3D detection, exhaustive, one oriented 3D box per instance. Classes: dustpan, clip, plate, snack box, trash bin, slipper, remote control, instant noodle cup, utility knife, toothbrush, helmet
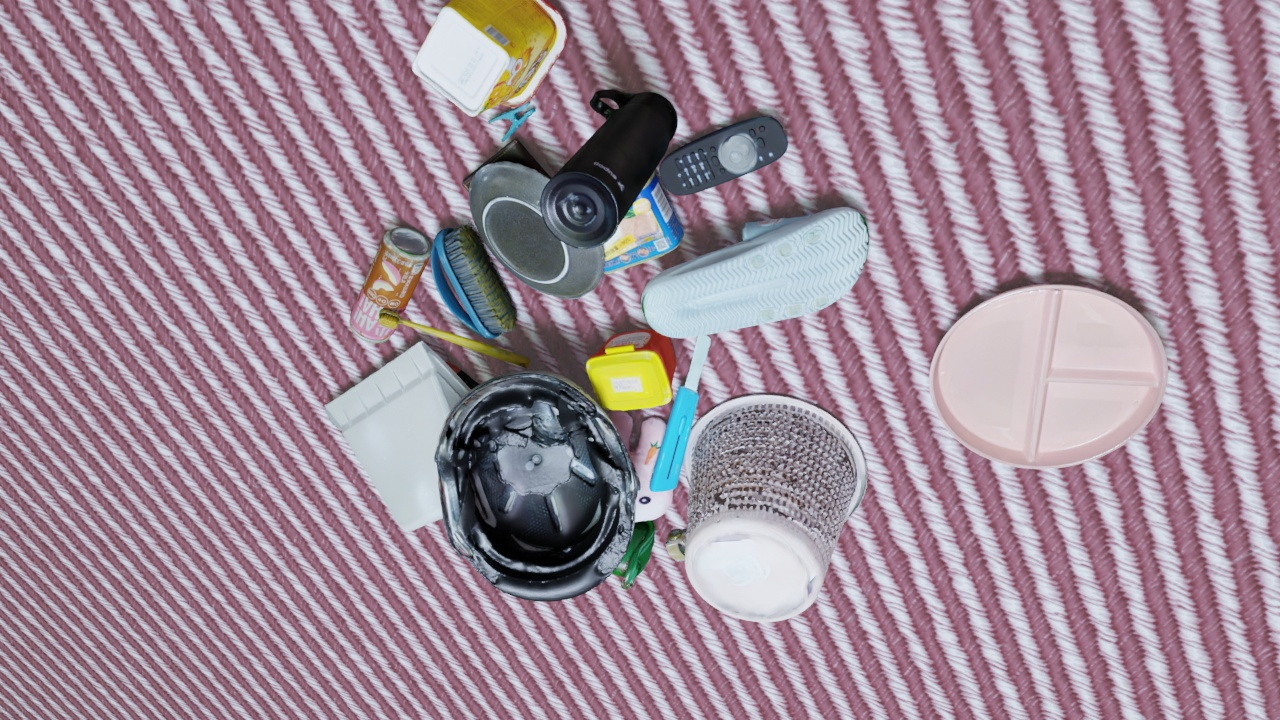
[{"bbox_3d":[-0.261,0.122,1.244,0.223,0.142,0.257,-28,86,32],"label":"dustpan"},{"bbox_3d":[-0.134,-0.255,0.973,0.056,0.013,0.038,-23,113,30],"label":"clip"},{"bbox_3d":[-0.120,-0.134,1.002,0.179,0.024,0.180,24,142,20],"label":"plate"},{"bbox_3d":[-0.006,0.006,1.061,0.091,0.079,0.082,-7,120,21],"label":"snack box"},{"bbox_3d":[0.142,0.183,1.063,0.228,0.191,0.228,8,123,12],"label":"trash bin"},{"bbox_3d":[0.118,-0.092,0.961,0.245,0.074,0.104,-17,125,7],"label":"slipper"},{"bbox_3d":[0.083,-0.208,0.929,0.137,0.024,0.053,-17,114,24],"label":"remote control"},{"bbox_3d":[-0.149,-0.300,0.880,0.116,0.123,0.116,37,125,-9],"label":"instant noodle cup"},{"bbox_3d":[0.425,0.017,0.968,0.230,0.028,0.230,8,125,12],"label":"plate"},{"bbox_3d":[0.050,0.064,1.099,0.034,0.018,0.217,8,112,-13],"label":"utility knife"},{"bbox_3d":[-0.225,-0.023,1.113,0.190,0.016,0.016,19,129,-18],"label":"toothbrush"},{"bbox_3d":[-0.126,0.133,1.098,0.230,0.156,0.274,-20,108,-2],"label":"helmet"}]

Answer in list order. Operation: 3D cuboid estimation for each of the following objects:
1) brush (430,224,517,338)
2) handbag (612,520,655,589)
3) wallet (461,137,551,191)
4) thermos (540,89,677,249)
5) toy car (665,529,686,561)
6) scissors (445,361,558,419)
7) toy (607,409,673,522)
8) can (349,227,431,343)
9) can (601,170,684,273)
[{"bbox_3d":[-0.202,-0.088,1.075,0.074,0.055,0.144,-14,117,24],"label":"brush"},{"bbox_3d":[-0.052,0.246,1.207,0.131,0.120,0.068,15,119,10],"label":"handbag"},{"bbox_3d":[-0.129,-0.175,1.020,0.097,0.020,0.122,-28,111,35],"label":"wallet"},{"bbox_3d":[-0.030,-0.189,0.843,0.090,0.241,0.069,32,124,-6],"label":"thermos"},{"bbox_3d":[0.075,0.246,1.220,0.091,0.035,0.042,-16,115,28],"label":"toy car"},{"bbox_3d":[-0.202,0.045,1.185,0.203,0.015,0.204,-32,109,32],"label":"scissors"},{"bbox_3d":[-0.015,0.139,1.170,0.121,0.054,0.160,10,116,9],"label":"toy"},{"bbox_3d":[-0.302,-0.089,1.104,0.058,0.057,0.148,32,125,-5],"label":"can"},{"bbox_3d":[-0.015,-0.149,0.979,0.102,0.057,0.083,-15,119,25],"label":"can"}]
